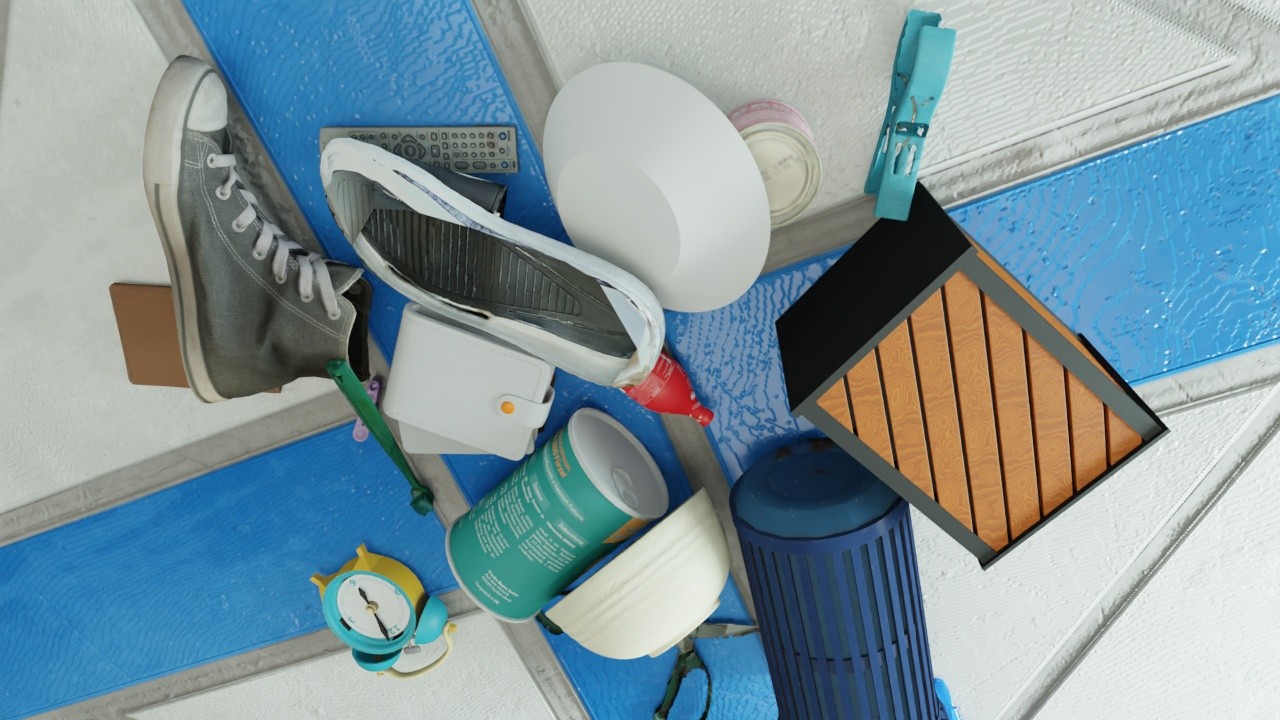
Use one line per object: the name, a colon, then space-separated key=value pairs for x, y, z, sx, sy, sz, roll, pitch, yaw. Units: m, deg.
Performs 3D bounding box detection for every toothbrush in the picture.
toothbrush: x=-0.191 y=0.064 z=0.688 sx=0.016 sy=0.017 sz=0.190 roll=-11 pitch=140 yaw=3

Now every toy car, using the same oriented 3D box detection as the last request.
toy car: x=0.269 y=0.332 z=0.799 sx=0.033 sy=0.061 sz=0.092 roll=-23 pitch=112 yaw=14

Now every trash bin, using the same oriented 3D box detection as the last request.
trash bin: x=0.204 y=0.007 z=0.604 sx=0.172 sy=0.139 sz=0.140 roll=38 pitch=112 yaw=-13
trash bin: x=0.152 y=0.191 z=0.701 sx=0.139 sy=0.139 sz=0.250 roll=-11 pitch=113 yaw=9

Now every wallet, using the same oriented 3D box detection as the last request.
wallet: x=-0.341 y=-0.016 z=0.706 sx=0.121 sy=0.013 sz=0.087 roll=3 pitch=116 yaw=1
wallet: x=-0.126 y=0.029 z=0.668 sx=0.118 sy=0.037 sz=0.115 roll=19 pitch=116 yaw=-1

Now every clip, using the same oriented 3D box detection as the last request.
clip: x=-0.211 y=0.036 z=0.719 sx=0.013 sy=0.029 sz=0.050 roll=16 pitch=104 yaw=-5
clip: x=0.169 y=-0.166 z=0.590 sx=0.030 sy=0.120 sz=0.130 roll=5 pitch=139 yaw=-1

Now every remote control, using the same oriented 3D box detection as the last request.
remote control: x=-0.152 y=-0.144 z=0.629 sx=0.136 sy=0.013 sz=0.033 roll=1 pitch=115 yaw=4

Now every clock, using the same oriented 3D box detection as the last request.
clock: x=-0.222 y=0.222 z=0.797 sx=0.099 sy=0.043 sz=0.129 roll=-33 pitch=102 yaw=18

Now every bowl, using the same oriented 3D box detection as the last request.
bowl: x=0.011 y=0.170 z=0.684 sx=0.151 sy=0.150 sz=0.075 roll=-42 pitch=82 yaw=21

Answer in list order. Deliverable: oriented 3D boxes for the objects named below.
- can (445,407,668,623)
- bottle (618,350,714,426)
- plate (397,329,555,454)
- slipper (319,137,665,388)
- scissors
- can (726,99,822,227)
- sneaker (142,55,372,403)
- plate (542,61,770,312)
can: x=-0.064 y=0.119 z=0.702 sx=0.099 sy=0.099 sz=0.144 roll=43 pitch=111 yaw=-15
bottle: x=-0.004 y=0.004 z=0.674 sx=0.141 sy=0.041 sz=0.042 roll=36 pitch=113 yaw=-13
plate: x=-0.131 y=0.021 z=0.701 sx=0.131 sy=0.025 sz=0.131 roll=2 pitch=116 yaw=4
slipper: x=-0.097 y=-0.072 z=0.616 sx=0.264 sy=0.062 sz=0.111 roll=27 pitch=137 yaw=14
scissors: x=0.008 y=0.265 z=0.815 sx=0.202 sy=0.015 sz=0.206 roll=-1 pitch=115 yaw=7
can: x=0.079 y=-0.127 z=0.585 sx=0.067 sy=0.076 sz=0.067 roll=2 pitch=116 yaw=4
sneaker: x=-0.255 y=-0.085 z=0.626 sx=0.120 sy=0.095 sz=0.235 roll=-4 pitch=106 yaw=-5
plate: x=-0.004 y=-0.096 z=0.578 sx=0.174 sy=0.036 sz=0.174 roll=25 pitch=138 yaw=25
